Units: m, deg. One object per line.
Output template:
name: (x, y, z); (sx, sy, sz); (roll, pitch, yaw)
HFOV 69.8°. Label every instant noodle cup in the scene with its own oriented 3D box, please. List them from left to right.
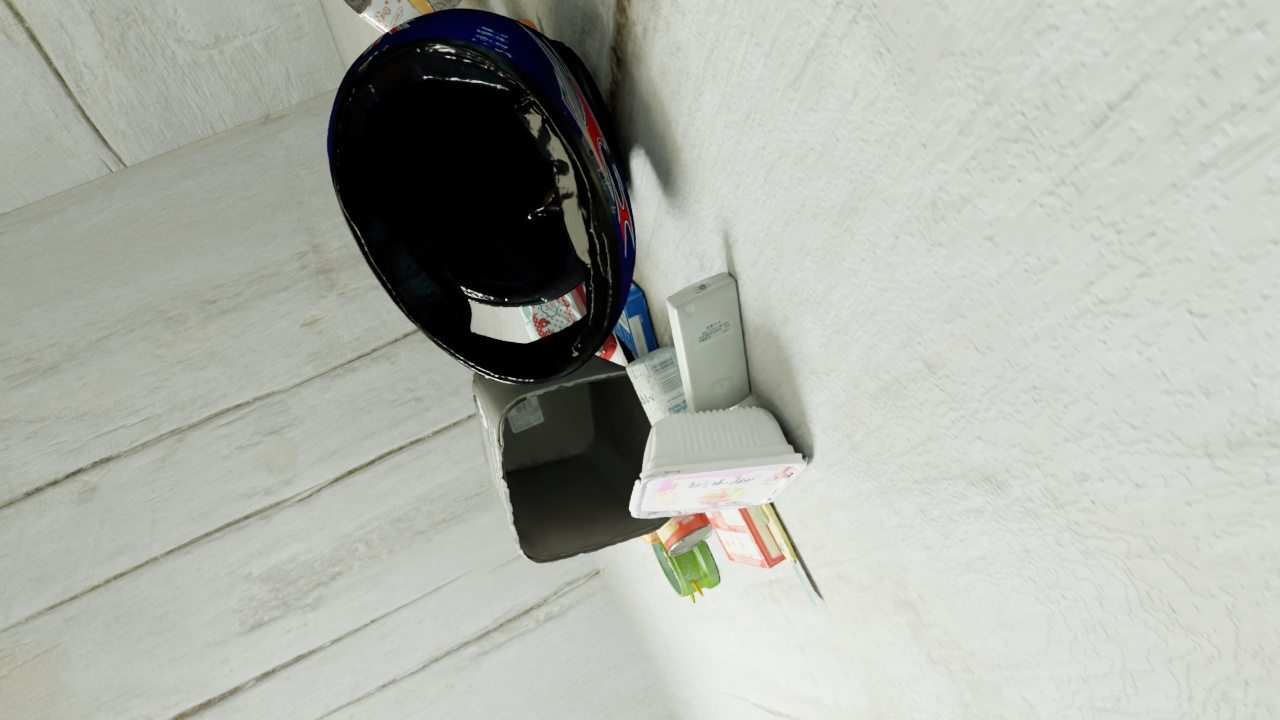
instant noodle cup: (0.059, 0.089, 0.798); (0.174, 0.138, 0.060); (99, 165, -68)

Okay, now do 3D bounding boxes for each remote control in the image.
remote control: (0.057, -0.008, 0.752); (0.019, 0.056, 0.135); (53, 164, 44)

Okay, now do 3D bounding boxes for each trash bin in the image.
trash bin: (-0.093, 0.088, 1.066); (0.220, 0.198, 0.199); (-148, 49, -62)

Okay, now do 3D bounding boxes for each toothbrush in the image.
toothbrush: (-0.007, 0.007, 1.135); (0.189, 0.014, 0.016); (66, 166, -1)

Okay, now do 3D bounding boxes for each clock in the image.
clock: (0.051, 0.261, 1.295); (0.161, 0.056, 0.116); (61, 166, 17)

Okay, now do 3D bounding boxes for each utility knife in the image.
utility knife: (0.125, 0.148, 0.887); (0.195, 0.020, 0.031); (58, 173, 6)

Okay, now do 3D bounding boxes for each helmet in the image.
helmet: (-0.127, -0.147, 0.818); (0.315, 0.247, 0.240); (61, -170, -11)

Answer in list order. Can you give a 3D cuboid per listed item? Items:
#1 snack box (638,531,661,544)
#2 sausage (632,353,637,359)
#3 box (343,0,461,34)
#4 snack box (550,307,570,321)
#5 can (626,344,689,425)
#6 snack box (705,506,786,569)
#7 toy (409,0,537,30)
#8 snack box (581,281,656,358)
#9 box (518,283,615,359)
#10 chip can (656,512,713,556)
snack box: (-0.020, 0.197, 1.278); (0.154, 0.026, 0.075); (14, 111, 56)
sausage: (0.032, 0.040, 1.024); (0.165, 0.021, 0.021); (59, 166, 23)
box: (-0.246, -0.476, 0.993); (0.179, 0.130, 0.273); (50, 132, 51)
snack box: (-0.126, -0.074, 1.361); (0.207, 0.057, 0.058); (52, 166, 41)
can: (0.040, 0.059, 0.946); (0.147, 0.058, 0.058); (66, 167, -5)
snack box: (0.107, 0.179, 0.979); (0.075, 0.025, 0.153); (63, 168, 4)
toy: (-0.166, -0.265, 0.955); (0.246, 0.089, 0.228); (37, 135, -4)
snack box: (-0.032, -0.073, 1.048); (0.157, 0.026, 0.085); (49, 160, 49)
box: (-0.120, -0.077, 1.229); (0.201, 0.101, 0.095); (63, 167, 9)
chip can: (0.013, 0.143, 1.180); (0.216, 0.073, 0.073); (59, 166, 24)
